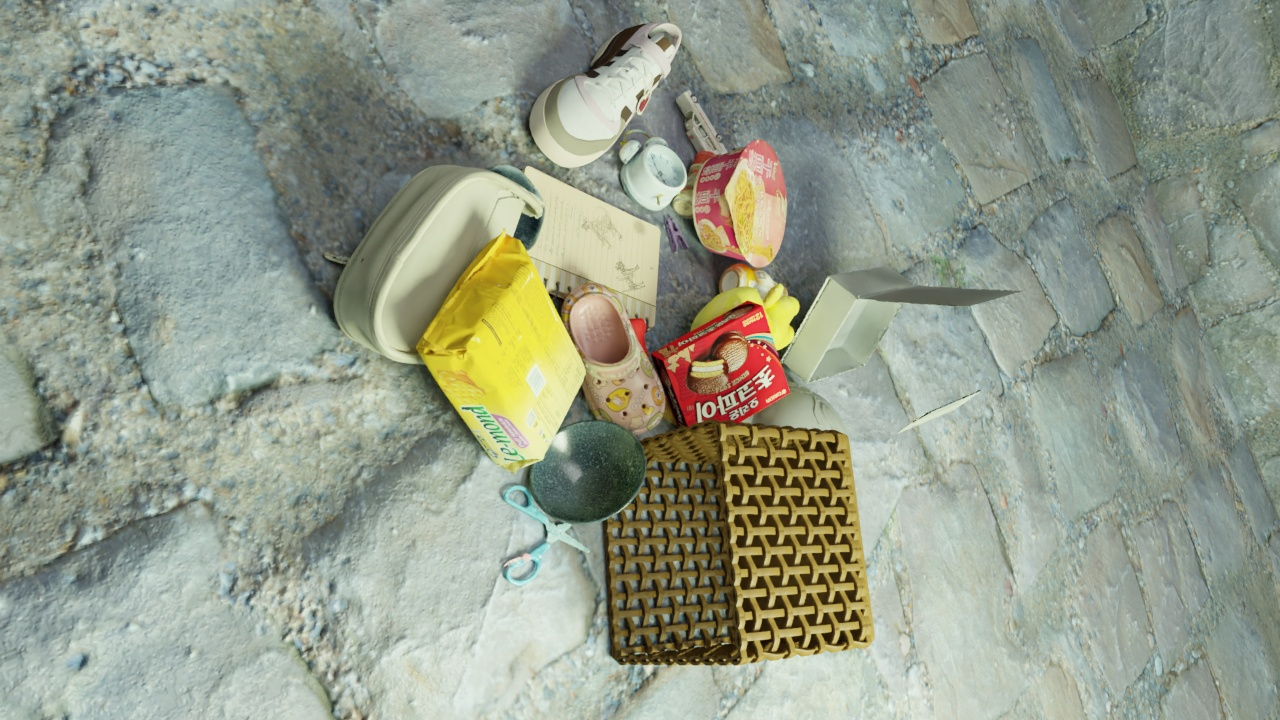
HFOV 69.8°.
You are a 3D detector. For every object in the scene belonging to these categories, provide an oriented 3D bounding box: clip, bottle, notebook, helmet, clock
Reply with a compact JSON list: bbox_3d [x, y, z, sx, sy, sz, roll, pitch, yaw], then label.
[{"bbox_3d":[0.050,-0.179,1.301,0.032,0.013,0.051,-12,81,-43],"label":"clip"},{"bbox_3d":[-0.007,0.007,1.169,0.036,0.036,0.119,-12,100,-41],"label":"bottle"},{"bbox_3d":[0.082,-0.256,1.331,0.044,0.044,0.108,41,55,-22],"label":"bottle"},{"bbox_3d":[-0.067,-0.137,1.184,0.225,0.024,0.167,20,63,-33],"label":"notebook"},{"bbox_3d":[0.238,0.115,1.289,0.183,0.118,0.271,-3,76,-40],"label":"helmet"},{"bbox_3d":[0.167,-0.103,1.340,0.108,0.063,0.063,10,69,-40],"label":"bottle"},{"bbox_3d":[0.013,-0.266,1.270,0.083,0.057,0.117,-22,83,-41],"label":"clock"}]

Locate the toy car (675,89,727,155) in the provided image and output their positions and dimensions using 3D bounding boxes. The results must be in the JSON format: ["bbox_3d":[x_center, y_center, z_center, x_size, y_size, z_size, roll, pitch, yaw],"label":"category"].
[{"bbox_3d":[0.086,-0.345,1.369,0.039,0.039,0.113,-37,100,-19],"label":"toy car"}]

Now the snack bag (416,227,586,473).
[{"bbox_3d":[-0.137,-0.002,0.985,0.159,0.068,0.247,-61,147,-30],"label":"snack bag"}]

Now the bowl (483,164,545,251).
[{"bbox_3d":[-0.172,-0.171,1.079,0.110,0.055,0.110,-1,92,-26],"label":"bowl"}]

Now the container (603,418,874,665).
[{"bbox_3d":[0.109,0.217,1.081,0.213,0.220,0.251,7,71,-38],"label":"container"}]

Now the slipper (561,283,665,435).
[{"bbox_3d":[-0.036,0.001,1.106,0.093,0.081,0.197,-24,94,-2],"label":"slipper"}]

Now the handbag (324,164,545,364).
[{"bbox_3d":[-0.223,-0.108,0.994,0.184,0.132,0.229,25,85,-50],"label":"handbag"}]

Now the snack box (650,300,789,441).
[{"bbox_3d":[0.105,0.017,1.185,0.152,0.036,0.133,-29,115,-16],"label":"snack box"}]

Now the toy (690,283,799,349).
[{"bbox_3d":[0.147,-0.042,1.273,0.207,0.092,0.134,-10,114,-34],"label":"toy"}]

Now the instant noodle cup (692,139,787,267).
[{"bbox_3d":[0.138,-0.223,1.313,0.178,0.078,0.178,-10,102,-56],"label":"instant noodle cup"}]

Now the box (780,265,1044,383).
[{"bbox_3d":[0.372,-0.054,1.302,0.166,0.331,0.165,-14,99,-43],"label":"box"}]

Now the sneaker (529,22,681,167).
[{"bbox_3d":[-0.030,-0.366,1.225,0.112,0.117,0.292,50,51,-15],"label":"sneaker"}]

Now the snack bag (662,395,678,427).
[{"bbox_3d":[0.057,0.077,1.217,0.099,0.020,0.026,34,65,-26],"label":"snack bag"}]

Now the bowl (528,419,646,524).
[{"bbox_3d":[-0.057,0.141,1.066,0.057,0.137,0.136,75,32,-52],"label":"bowl"}]

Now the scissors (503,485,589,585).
[{"bbox_3d":[-0.116,0.190,1.048,0.134,0.015,0.129,-33,99,-47],"label":"scissors"}]
